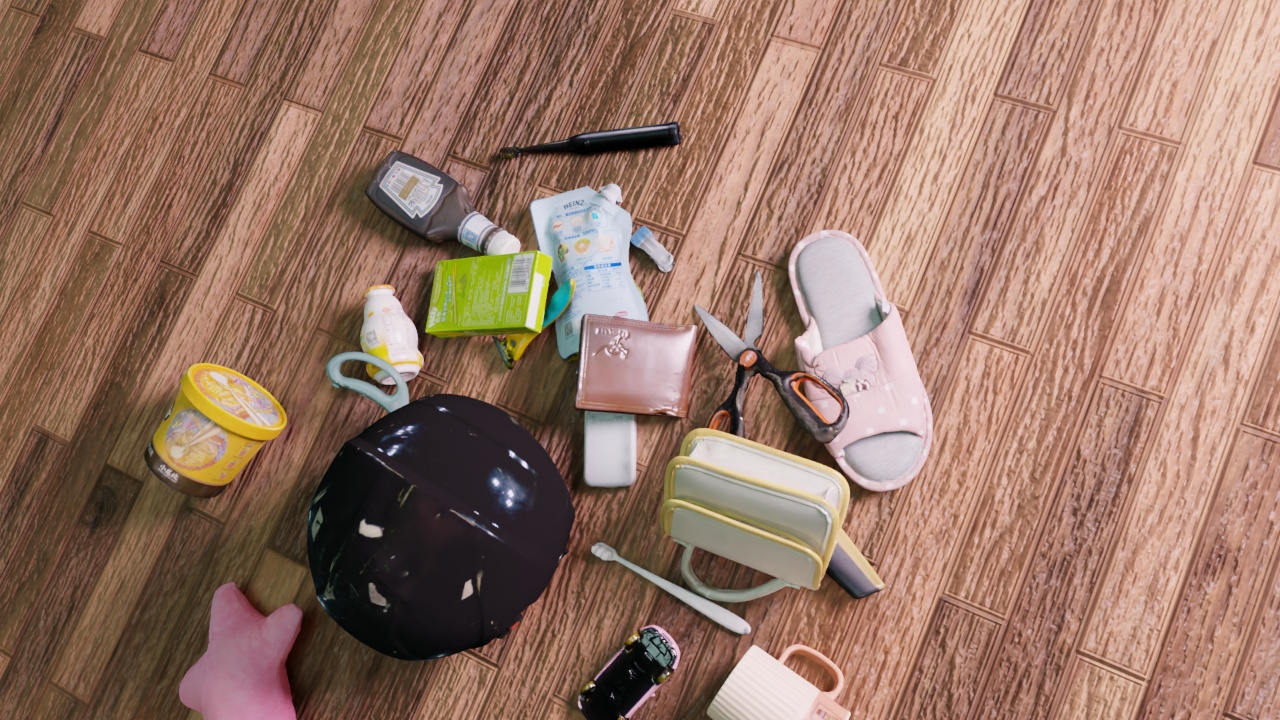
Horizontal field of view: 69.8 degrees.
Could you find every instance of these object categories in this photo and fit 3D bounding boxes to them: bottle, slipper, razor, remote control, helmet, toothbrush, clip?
[{"bbox_3d":[-0.282,-0.030,1.028,0.063,0.063,0.108,-19,75,9],"label":"bottle"},{"bbox_3d":[0.213,-0.006,0.910,0.114,0.054,0.274,-15,75,10],"label":"slipper"},{"bbox_3d":[0.172,0.161,0.890,0.067,0.062,0.167,-34,76,-29],"label":"razor"},{"bbox_3d":[-0.032,0.066,0.970,0.056,0.020,0.136,-3,77,13],"label":"remote control"},{"bbox_3d":[-0.202,0.167,0.874,0.233,0.229,0.275,31,102,10],"label":"helmet"},{"bbox_3d":[-0.061,-0.246,1.041,0.213,0.026,0.027,-4,39,13],"label":"toothbrush"},{"bbox_3d":[-0.109,-0.044,0.988,0.133,0.028,0.043,-43,60,29],"label":"razor"},{"bbox_3d":[-0.224,-0.169,1.055,0.195,0.044,0.080,32,87,17],"label":"bottle"},{"bbox_3d":[0.029,0.229,0.923,0.180,0.016,0.016,25,96,16],"label":"toothbrush"},{"bbox_3d":[0.016,-0.120,1.002,0.026,0.036,0.058,-44,69,-1],"label":"clip"}]

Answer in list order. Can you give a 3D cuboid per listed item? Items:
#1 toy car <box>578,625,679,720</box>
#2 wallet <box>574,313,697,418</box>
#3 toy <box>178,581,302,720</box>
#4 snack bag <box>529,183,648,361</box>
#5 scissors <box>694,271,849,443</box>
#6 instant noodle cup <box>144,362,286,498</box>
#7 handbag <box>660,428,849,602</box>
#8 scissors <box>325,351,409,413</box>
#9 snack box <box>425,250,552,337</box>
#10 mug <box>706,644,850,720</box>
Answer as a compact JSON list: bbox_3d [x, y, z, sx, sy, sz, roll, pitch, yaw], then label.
[{"bbox_3d":[-0.010,0.314,0.906,0.056,0.037,0.122,45,103,20],"label":"toy car"},{"bbox_3d":[-0.006,0.006,0.946,0.124,0.032,0.101,6,84,-11],"label":"wallet"},{"bbox_3d":[-0.433,0.335,0.983,0.179,0.074,0.194,-15,71,20],"label":"toy"},{"bbox_3d":[-0.055,-0.100,1.001,0.110,0.038,0.191,-16,76,21],"label":"snack bag"},{"bbox_3d":[0.110,0.020,0.909,0.221,0.021,0.227,26,83,38],"label":"scissors"},{"bbox_3d":[-0.481,0.082,1.029,0.118,0.118,0.114,41,98,18],"label":"instant noodle cup"},{"bbox_3d":[0.097,0.167,0.859,0.163,0.063,0.179,17,121,18],"label":"handbag"},{"bbox_3d":[-0.294,0.082,0.998,0.171,0.019,0.170,41,97,-13],"label":"scissors"},{"bbox_3d":[-0.168,-0.071,1.001,0.157,0.026,0.085,-2,76,35],"label":"snack box"},{"bbox_3d":[0.135,0.317,0.853,0.106,0.082,0.114,34,61,19],"label":"mug"}]
